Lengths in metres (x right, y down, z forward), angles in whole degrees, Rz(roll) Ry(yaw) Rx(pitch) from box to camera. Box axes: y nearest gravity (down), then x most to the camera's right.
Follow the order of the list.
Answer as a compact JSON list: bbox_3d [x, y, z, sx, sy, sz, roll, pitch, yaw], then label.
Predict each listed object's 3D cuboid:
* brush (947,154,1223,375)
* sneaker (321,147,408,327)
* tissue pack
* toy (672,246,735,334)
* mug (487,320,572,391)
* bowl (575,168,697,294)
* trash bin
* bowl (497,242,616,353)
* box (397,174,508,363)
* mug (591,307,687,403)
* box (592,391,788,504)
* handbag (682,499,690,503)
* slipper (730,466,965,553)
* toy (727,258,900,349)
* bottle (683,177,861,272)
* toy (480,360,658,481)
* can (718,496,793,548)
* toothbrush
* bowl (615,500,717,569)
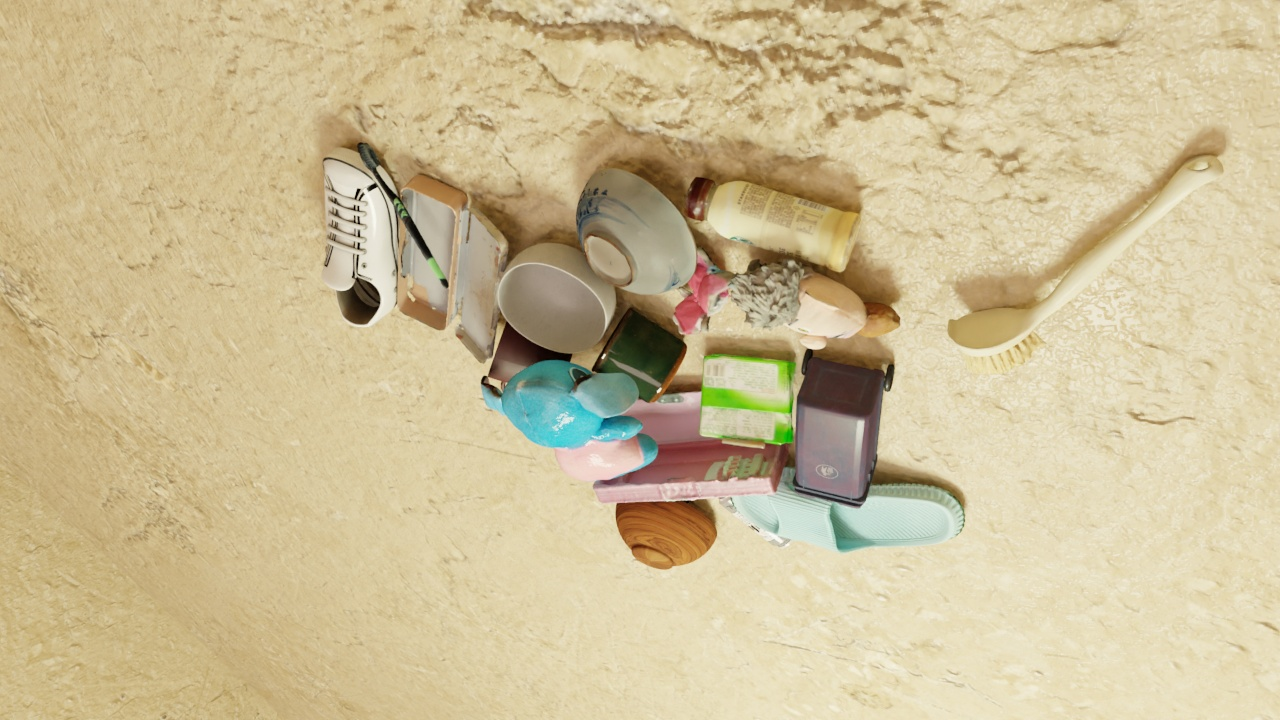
[{"bbox_3d":[0.375,-0.075,0.788,0.077,0.061,0.273,24,137,-17],"label":"brush"},{"bbox_3d":[-0.348,-0.135,1.105,0.091,0.096,0.246,21,139,10],"label":"sneaker"},{"bbox_3d":[0.117,0.045,1.027,0.114,0.034,0.099,5,93,26],"label":"tissue pack"},{"bbox_3d":[0.070,-0.071,0.972,0.065,0.050,0.103,54,138,26],"label":"toy"},{"bbox_3d":[-0.136,0.004,1.131,0.088,0.087,0.114,19,123,-8],"label":"mug"},{"bbox_3d":[-0.017,-0.117,0.934,0.151,0.056,0.151,31,150,20],"label":"bowl"},{"bbox_3d":[0.216,0.077,1.000,0.094,0.092,0.161,12,140,20],"label":"trash bin"},{"bbox_3d":[-0.089,-0.077,1.034,0.132,0.064,0.132,13,137,12],"label":"bowl"},{"bbox_3d":[-0.225,-0.104,1.098,0.157,0.063,0.217,41,142,19],"label":"box"},{"bbox_3d":[-0.006,0.006,1.050,0.081,0.084,0.111,31,118,-4],"label":"mug"},{"bbox_3d":[0.047,0.097,1.098,0.233,0.098,0.115,-7,119,27],"label":"box"},{"bbox_3d":[0.000,0.129,1.209,0.178,0.027,0.084,31,139,-7],"label":"handbag"},{"bbox_3d":[0.239,0.187,1.087,0.276,0.069,0.116,2,129,19],"label":"slipper"},{"bbox_3d":[0.168,-0.051,0.897,0.176,0.076,0.132,15,-176,-7],"label":"toy"},{"bbox_3d":[0.122,-0.133,0.867,0.162,0.056,0.057,19,138,13],"label":"bottle"},{"bbox_3d":[-0.085,0.071,1.051,0.225,0.098,0.191,-3,142,35],"label":"toy"},{"bbox_3d":[0.152,0.197,1.185,0.106,0.043,0.044,39,138,-10],"label":"can"},{"bbox_3d":[-0.265,-0.162,1.038,0.017,0.014,0.188,-2,124,46],"label":"toothbrush"},{"bbox_3d":[0.026,0.246,1.266,0.147,0.068,0.147,17,149,10],"label":"bowl"}]
